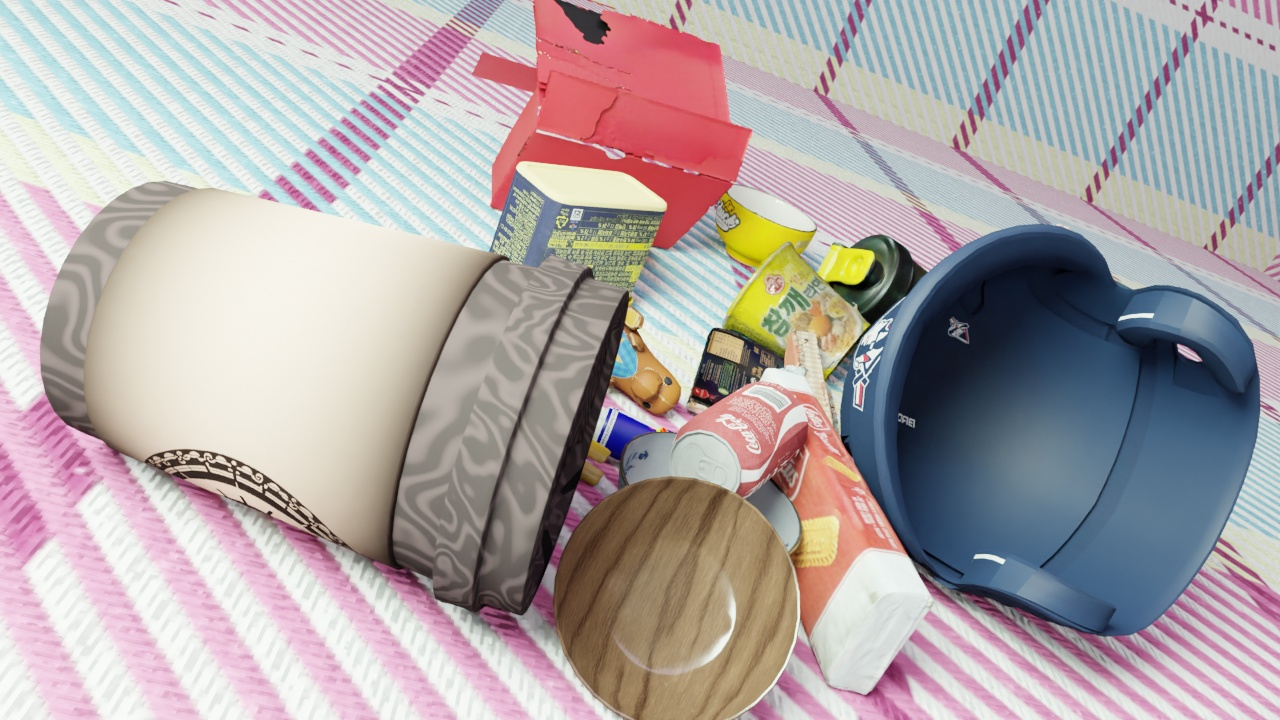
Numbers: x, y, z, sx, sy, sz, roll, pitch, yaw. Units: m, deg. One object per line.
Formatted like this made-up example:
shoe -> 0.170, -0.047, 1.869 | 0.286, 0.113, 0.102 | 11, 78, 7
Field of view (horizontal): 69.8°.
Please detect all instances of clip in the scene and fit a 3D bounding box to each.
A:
clip -> -0.049, 0.057, 0.565 | 0.054, 0.045, 0.048 | 33, 3, 15

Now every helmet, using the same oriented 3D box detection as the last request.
helmet -> 0.234, 0.033, 0.605 | 0.272, 0.232, 0.223 | 38, -7, -39

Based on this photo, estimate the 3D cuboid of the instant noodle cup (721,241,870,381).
instant noodle cup -> 0.146, -0.038, 0.845 | 0.108, 0.102, 0.102 | 39, 29, 12

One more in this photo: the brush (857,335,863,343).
brush -> 0.259, -0.041, 0.998 | 0.172, 0.041, 0.030 | -1, 18, -41

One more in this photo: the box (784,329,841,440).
box -> 0.140, 0.038, 0.728 | 0.078, 0.054, 0.186 | 52, 20, -19

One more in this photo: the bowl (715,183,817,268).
bowl -> 0.137, -0.148, 1.060 | 0.117, 0.068, 0.117 | 19, 26, -10

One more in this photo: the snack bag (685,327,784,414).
snack bag -> 0.082, 0.018, 0.758 | 0.074, 0.018, 0.154 | 26, 26, 0

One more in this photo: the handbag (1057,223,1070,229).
handbag -> 0.336, -0.002, 0.793 | 0.187, 0.199, 0.116 | -5, 33, -28

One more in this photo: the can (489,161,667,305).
can -> -0.055, -0.101, 0.772 | 0.135, 0.104, 0.075 | -5, 38, -45

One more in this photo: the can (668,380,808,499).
can -> 0.058, 0.048, 0.534 | 0.054, 0.054, 0.096 | 33, 27, 19

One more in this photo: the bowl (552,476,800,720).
bowl -> 0.017, 0.119, 0.453 | 0.119, 0.032, 0.119 | 2, 69, -5

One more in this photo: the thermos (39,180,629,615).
thermos -> -0.137, 0.009, 0.441 | 0.226, 0.173, 0.172 | 18, 26, 2

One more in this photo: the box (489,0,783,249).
box -> 0.021, -0.279, 0.835 | 0.211, 0.411, 0.107 | 9, 38, -25

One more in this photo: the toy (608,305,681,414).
toy -> -0.004, 0.004, 0.698 | 0.090, 0.071, 0.103 | 43, 6, 9

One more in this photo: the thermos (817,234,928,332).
thermos -> 0.272, -0.046, 0.915 | 0.220, 0.098, 0.098 | 27, 22, -27

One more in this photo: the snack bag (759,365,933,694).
snack bag -> 0.108, 0.091, 0.572 | 0.041, 0.078, 0.225 | 13, 28, -19

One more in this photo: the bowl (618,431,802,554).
bowl -> 0.034, 0.095, 0.542 | 0.114, 0.045, 0.114 | 19, 26, -10

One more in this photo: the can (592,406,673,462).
can -> 0.014, 0.061, 0.603 | 0.095, 0.032, 0.032 | 22, 26, -2
